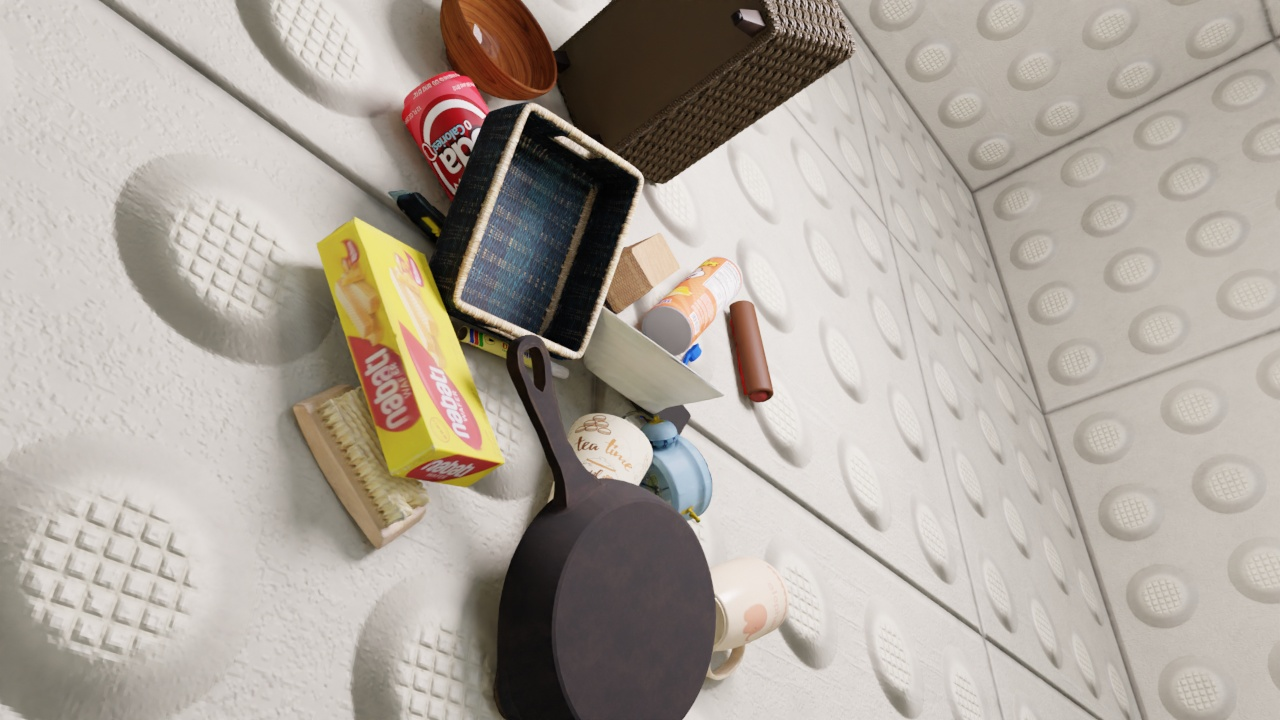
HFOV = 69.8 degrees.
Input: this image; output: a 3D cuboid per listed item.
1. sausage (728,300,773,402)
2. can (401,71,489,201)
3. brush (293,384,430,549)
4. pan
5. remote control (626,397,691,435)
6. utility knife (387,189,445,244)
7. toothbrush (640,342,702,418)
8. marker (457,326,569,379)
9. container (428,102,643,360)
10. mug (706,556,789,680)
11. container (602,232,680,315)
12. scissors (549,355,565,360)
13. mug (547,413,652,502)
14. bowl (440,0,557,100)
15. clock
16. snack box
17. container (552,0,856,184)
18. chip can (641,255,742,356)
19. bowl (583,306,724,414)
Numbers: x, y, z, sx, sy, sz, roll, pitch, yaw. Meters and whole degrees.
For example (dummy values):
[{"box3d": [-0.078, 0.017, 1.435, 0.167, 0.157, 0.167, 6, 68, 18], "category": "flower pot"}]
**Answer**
[{"box3d": [0.147, -0.013, 1.235, 0.040, 0.040, 0.155, 29, 43, -44], "category": "sausage"}, {"box3d": [-0.161, -0.194, 0.864, 0.142, 0.075, 0.074, 60, 30, -6], "category": "can"}, {"box3d": [-0.193, 0.070, 0.647, 0.117, 0.039, 0.049, 59, 31, -1], "category": "brush"}, {"box3d": [-0.031, 0.148, 0.731, 0.248, 0.043, 0.356, -27, 104, -47], "category": "pan"}, {"box3d": [0.002, 0.027, 0.992, 0.133, 0.013, 0.058, 52, 36, -10], "category": "remote control"}, {"box3d": [-0.161, -0.098, 0.838, 0.171, 0.029, 0.020, 44, 29, -27], "category": "utility knife"}, {"box3d": [0.038, 0.024, 1.063, 0.011, 0.017, 0.186, 57, 33, -11], "category": "toothbrush"}, {"box3d": [-0.115, -0.005, 0.850, 0.132, 0.014, 0.014, 24, 48, -47], "category": "marker"}, {"box3d": [-0.095, -0.110, 0.813, 0.145, 0.071, 0.187, 25, 80, -39], "category": "container"}, {"box3d": [0.083, 0.256, 0.899, 0.104, 0.085, 0.111, 1, 96, -54], "category": "mug"}, {"box3d": [-0.005, -0.102, 1.046, 0.063, 0.061, 0.113, 60, 30, -6], "category": "container"}, {"box3d": [-0.102, -0.056, 0.910, 0.135, 0.016, 0.086, 50, 34, -20], "category": "scissors"}, {"box3d": [-0.034, 0.125, 0.829, 0.122, 0.081, 0.097, 64, 33, -33], "category": "mug"}, {"box3d": [-0.163, -0.331, 0.973, 0.147, 0.069, 0.147, 37, 38, -37], "category": "bowl"}, {"box3d": [0.016, 0.106, 0.889, 0.051, 0.089, 0.124, -18, 79, -42], "category": "clock"}, {"box3d": [-0.173, -0.005, 0.685, 0.200, 0.042, 0.092, 65, 15, 22], "category": "snack box"}, {"box3d": [0.049, -0.367, 1.096, 0.204, 0.322, 0.176, -11, 76, -52], "category": "container"}, {"box3d": [0.068, -0.071, 1.134, 0.062, 0.062, 0.209, 58, 31, -8], "category": "chip can"}, {"box3d": [-0.005, 0.005, 0.904, 0.176, 0.058, 0.176, 35, 0, -1], "category": "bowl"}]
